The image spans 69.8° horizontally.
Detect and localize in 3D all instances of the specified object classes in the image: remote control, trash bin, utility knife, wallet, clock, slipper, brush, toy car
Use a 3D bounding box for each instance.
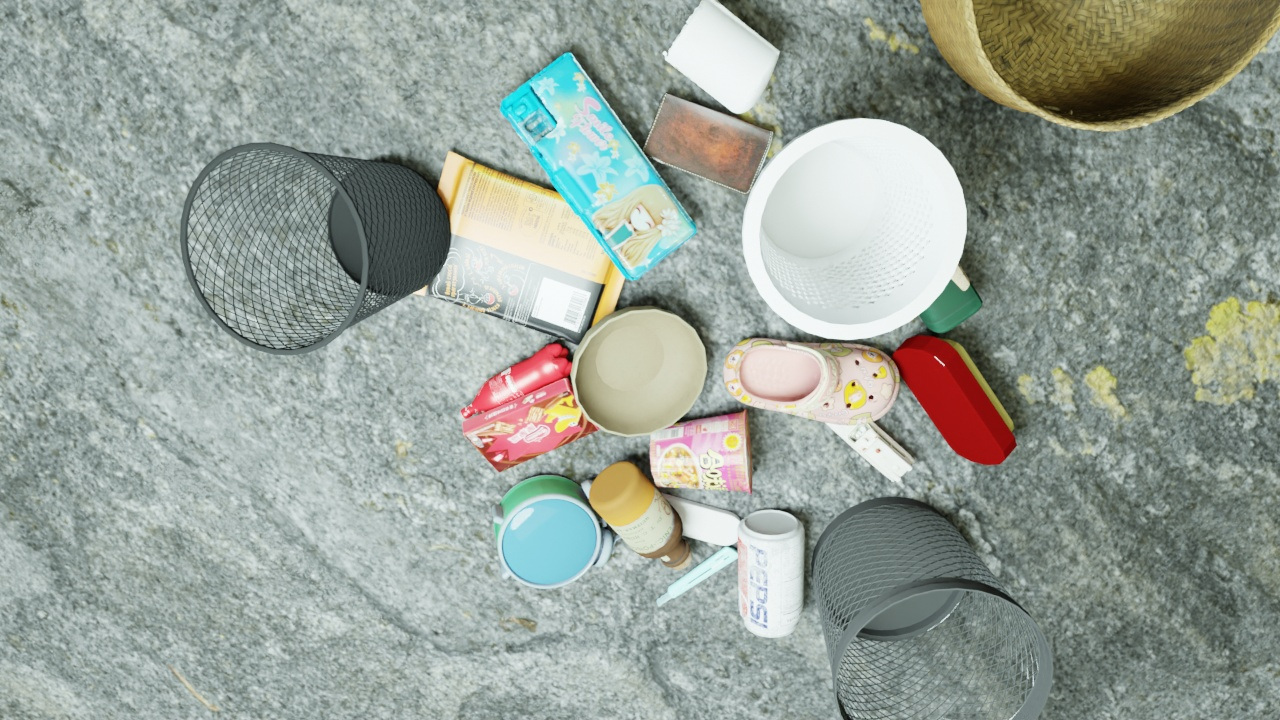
[{"bbox_3d":[0.058,0.191,1.112,0.136,0.013,0.043,16,108,-5],"label":"remote control"},{"bbox_3d":[0.188,-0.143,0.901,0.195,0.199,0.196,0,108,0],"label":"trash bin"},{"bbox_3d":[0.068,0.268,1.138,0.126,0.015,0.022,-38,106,15],"label":"utility knife"},{"bbox_3d":[0.070,-0.228,0.968,0.123,0.019,0.072,20,108,-6],"label":"wallet"},{"bbox_3d":[-0.091,0.198,1.089,0.161,0.075,0.122,-9,108,-10],"label":"clock"},{"bbox_3d":[0.304,0.288,1.029,0.218,0.227,0.218,0,108,0],"label":"trash bin"},{"bbox_3d":[0.191,0.024,1.012,0.197,0.081,0.093,6,92,2],"label":"slipper"},{"bbox_3d":[0.355,0.040,1.026,0.041,0.082,0.173,-43,105,-18],"label":"brush"},{"bbox_3d":[-0.295,-0.118,0.893,0.184,0.209,0.184,3,104,13],"label":"trash bin"},{"bbox_3d":[0.268,0.096,1.064,0.113,0.039,0.039,40,104,-11],"label":"toy car"}]

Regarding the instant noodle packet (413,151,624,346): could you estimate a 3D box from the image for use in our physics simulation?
[{"bbox_3d":[-0.125,-0.115,1.001,0.220,0.032,0.160,18,106,-5],"label":"instant noodle packet"}]

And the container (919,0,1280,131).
[{"bbox_3d":[0.406,-0.368,0.827,0.307,0.196,0.307,0,107,0],"label":"container"}]

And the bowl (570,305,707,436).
[{"bbox_3d":[-0.006,0.006,1.020,0.152,0.050,0.152,-6,115,-14],"label":"bowl"}]

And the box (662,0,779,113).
[{"bbox_3d":[0.087,-0.338,0.903,0.140,0.083,0.142,33,111,-9],"label":"box"}]

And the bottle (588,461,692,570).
[{"bbox_3d":[0.009,0.189,1.063,0.068,0.067,0.157,-32,122,10],"label":"bottle"}]

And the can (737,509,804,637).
[{"bbox_3d":[0.156,0.254,1.098,0.078,0.078,0.136,-2,108,1],"label":"can"}]

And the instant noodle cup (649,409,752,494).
[{"bbox_3d":[0.070,0.107,1.047,0.109,0.097,0.098,-4,108,10],"label":"instant noodle cup"}]

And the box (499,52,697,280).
[{"bbox_3d":[-0.042,-0.198,0.952,0.094,0.041,0.227,-38,101,-6],"label":"box"}]

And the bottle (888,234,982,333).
[{"bbox_3d":[0.305,-0.100,0.987,0.061,0.061,0.131,-35,105,9],"label":"bottle"}]

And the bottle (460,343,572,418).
[{"bbox_3d":[-0.143,0.028,1.044,0.142,0.042,0.042,-29,106,10],"label":"bottle"}]

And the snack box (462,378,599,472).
[{"bbox_3d":[-0.124,0.075,1.050,0.133,0.021,0.089,-23,138,8],"label":"snack box"}]
